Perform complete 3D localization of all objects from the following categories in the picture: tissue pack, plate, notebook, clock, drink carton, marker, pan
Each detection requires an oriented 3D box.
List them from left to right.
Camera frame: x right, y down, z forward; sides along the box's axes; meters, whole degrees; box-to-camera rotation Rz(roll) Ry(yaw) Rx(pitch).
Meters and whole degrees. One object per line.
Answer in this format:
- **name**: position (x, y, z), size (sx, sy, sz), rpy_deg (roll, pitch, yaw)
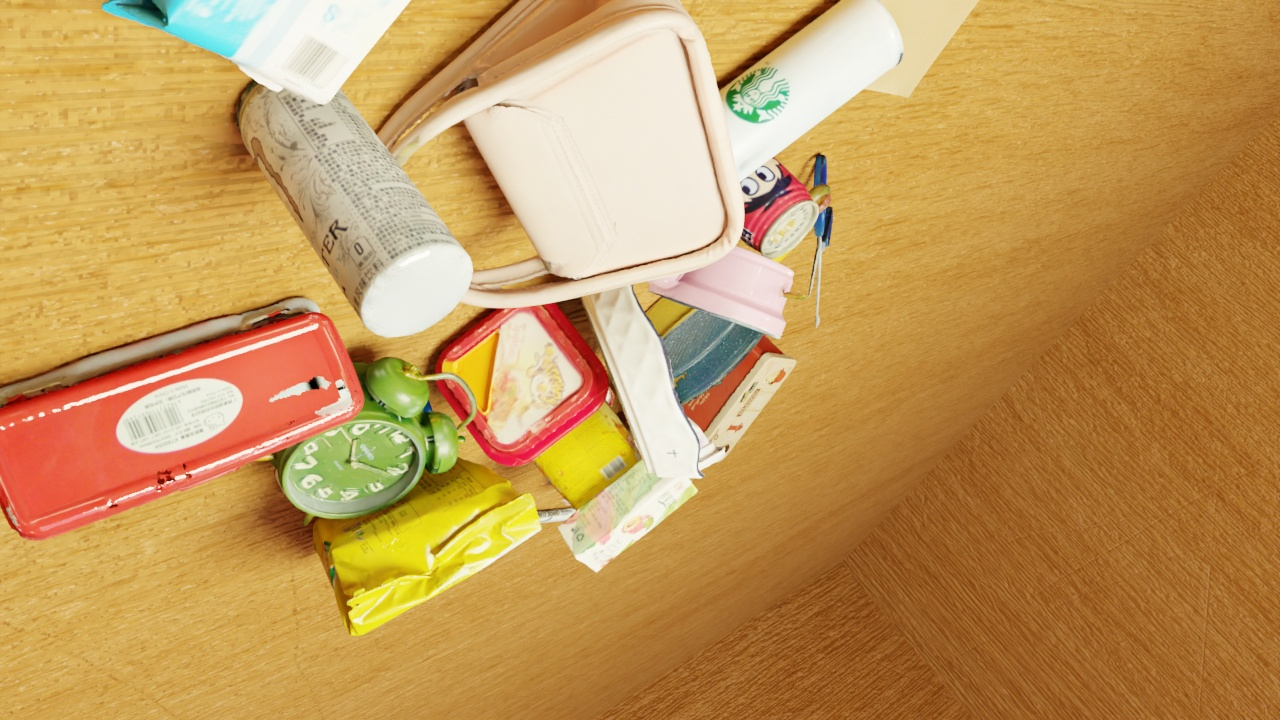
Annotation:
- **tissue pack**: position (-0.144, -0.178, 0.381), size (0.140, 0.063, 0.090), rpy_deg (-44, 157, 15)
- **clock**: position (-0.199, 0.055, 0.676), size (0.161, 0.056, 0.116), rpy_deg (-27, 138, -5)
- **marker**: position (-0.122, 0.193, 1.129), size (0.017, 0.017, 0.145), rpy_deg (-47, 155, 17)
- **drink carton**: position (-0.012, 0.134, 0.836), size (0.122, 0.045, 0.053), rpy_deg (-40, 146, -1)
- **plate**: position (-0.004, 0.004, 0.748), size (0.045, 0.204, 0.205), rpy_deg (-21, 155, -2)
- **clock**: position (0.053, -0.071, 0.762), size (0.117, 0.158, 0.060), rpy_deg (-96, -155, -85)
- **pan**: position (0.088, -0.057, 0.912), size (0.197, 0.078, 0.358), rpy_deg (-23, 152, -33)
- **notebook**: position (0.254, -0.318, 0.771), size (0.149, 0.012, 0.212), rpy_deg (-10, 143, -46)

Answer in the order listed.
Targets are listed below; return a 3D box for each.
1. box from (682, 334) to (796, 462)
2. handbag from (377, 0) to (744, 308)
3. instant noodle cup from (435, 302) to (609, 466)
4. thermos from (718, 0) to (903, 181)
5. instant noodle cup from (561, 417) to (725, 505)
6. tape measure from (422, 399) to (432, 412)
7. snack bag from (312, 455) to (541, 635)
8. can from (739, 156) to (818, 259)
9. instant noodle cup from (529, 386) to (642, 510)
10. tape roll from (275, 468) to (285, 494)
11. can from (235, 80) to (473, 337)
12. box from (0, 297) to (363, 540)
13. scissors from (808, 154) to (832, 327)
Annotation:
- **box**: position (0.103, 0.040, 1.127), size (0.091, 0.077, 0.169), rpy_deg (5, 125, -57)
- **handbag**: position (-0.061, -0.116, 0.569), size (0.234, 0.093, 0.193), rpy_deg (-26, 138, 1)
- **instant noodle cup**: position (-0.091, 0.022, 0.768), size (0.116, 0.116, 0.124), rpy_deg (-38, 168, -3)
- **thermos**: position (0.091, -0.189, 0.696), size (0.224, 0.073, 0.073), rpy_deg (-37, 156, -3)
- **instant noodle cup**: position (-0.006, 0.107, 1.016), size (0.137, 0.060, 0.174), rpy_deg (-23, -174, -33)
- **tape measure**: position (-0.194, 0.053, 0.756), size (0.054, 0.025, 0.058), rpy_deg (-54, 163, -27)
- **snack bag**: position (-0.188, 0.136, 0.751), size (0.157, 0.068, 0.247), rpy_deg (-30, -169, -21)
- **can**: position (0.095, -0.137, 0.759), size (0.066, 0.094, 0.067), rpy_deg (-32, 156, -17)
- **instant noodle cup**: position (-0.057, 0.085, 0.898), size (0.116, 0.123, 0.116), rpy_deg (-38, 156, -4)
- **tape roll**: position (-0.253, 0.081, 0.746), size (0.085, 0.014, 0.086), rpy_deg (-32, 156, -16)
- **can**: position (-0.143, -0.080, 0.452), size (0.058, 0.146, 0.058), rpy_deg (-32, 156, -17)
- **box**: position (-0.283, 0.031, 0.561), size (0.200, 0.095, 0.098), rpy_deg (-24, -177, -34)
- **scissors**: position (0.179, -0.119, 0.913), size (0.162, 0.012, 0.174), rpy_deg (-47, 138, -65)
